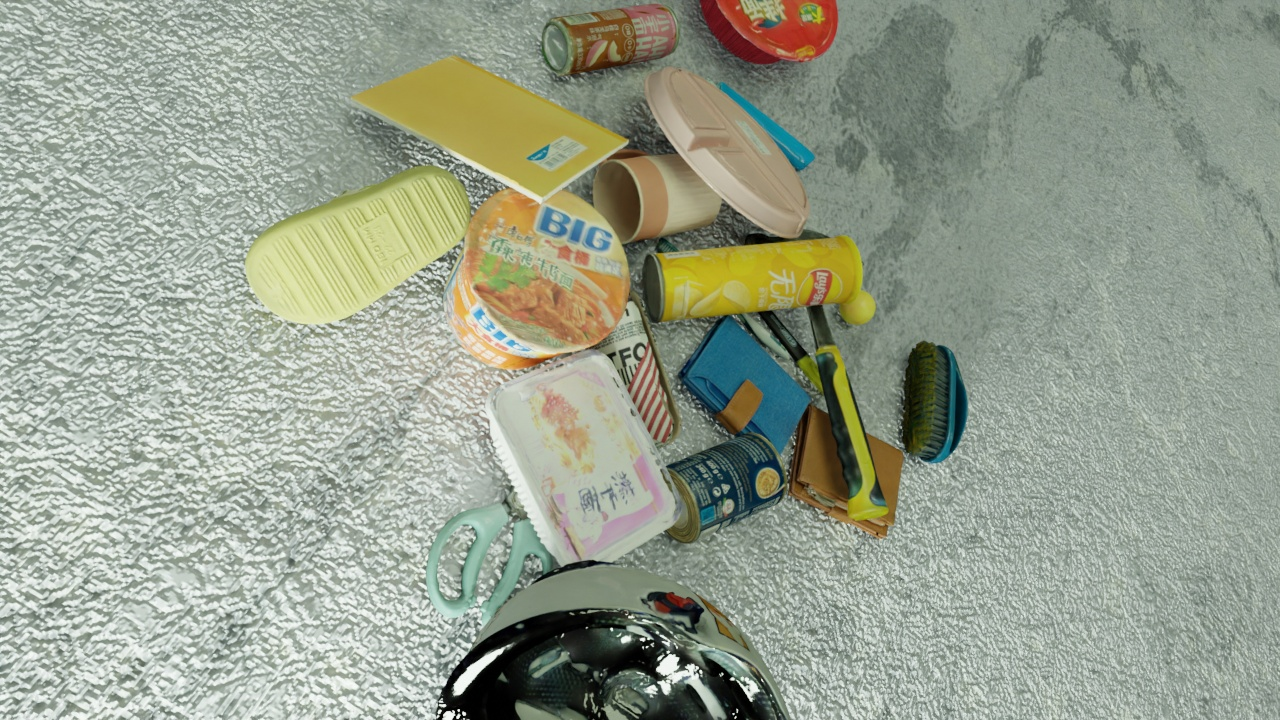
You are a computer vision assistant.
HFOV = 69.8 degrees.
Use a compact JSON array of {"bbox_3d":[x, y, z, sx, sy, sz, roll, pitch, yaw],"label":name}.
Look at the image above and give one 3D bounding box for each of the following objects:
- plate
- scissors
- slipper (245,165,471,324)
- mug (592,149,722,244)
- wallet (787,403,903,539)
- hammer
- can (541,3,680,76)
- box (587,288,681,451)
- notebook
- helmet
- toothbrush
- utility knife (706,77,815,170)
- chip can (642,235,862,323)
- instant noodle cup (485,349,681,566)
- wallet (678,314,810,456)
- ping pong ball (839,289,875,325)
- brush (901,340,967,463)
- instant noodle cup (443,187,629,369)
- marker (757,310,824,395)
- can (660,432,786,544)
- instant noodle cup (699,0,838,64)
[{"bbox_3d":[0.097,-0.222,0.956,0.229,0.028,0.229,34,31,-24],"label":"plate"},{"bbox_3d":[-0.132,0.139,0.781,0.129,0.019,0.185,11,67,-26],"label":"scissors"},{"bbox_3d":[-0.234,-0.100,0.770,0.190,0.082,0.092,-31,115,-19],"label":"slipper"},{"bbox_3d":[0.010,-0.176,0.933,0.105,0.082,0.114,-15,52,-34],"label":"mug"},{"bbox_3d":[0.219,0.118,0.974,0.131,0.031,0.107,26,60,-19],"label":"wallet"},{"bbox_3d":[0.204,0.006,0.965,0.126,0.032,0.323,-5,69,-16],"label":"hammer"},{"bbox_3d":[-0.031,-0.340,0.970,0.147,0.058,0.058,-22,85,-33],"label":"can"},{"bbox_3d":[-0.005,0.006,0.873,0.087,0.076,0.163,-13,81,-61],"label":"box"},{"bbox_3d":[-0.132,-0.215,0.825,0.206,0.010,0.145,29,43,15],"label":"notebook"},{"bbox_3d":[-0.013,0.255,0.713,0.274,0.230,0.156,35,18,-13],"label":"helmet"},{"bbox_3d":[0.088,-0.061,0.970,0.191,0.016,0.018,42,69,-11],"label":"toothbrush"},{"bbox_3d":[0.138,-0.276,1.066,0.159,0.018,0.034,36,48,-13],"label":"utility knife"},{"bbox_3d":[0.112,-0.082,0.923,0.213,0.072,0.072,-6,77,-14],"label":"chip can"},{"bbox_3d":[-0.057,0.090,0.798,0.137,0.061,0.173,-23,86,-39],"label":"instant noodle cup"},{"bbox_3d":[0.109,0.029,0.939,0.133,0.040,0.106,44,54,-10],"label":"wallet"},{"bbox_3d":[0.246,-0.060,1.042,0.040,0.040,0.040,9,69,-26],"label":"ping pong ball"},{"bbox_3d":[0.340,0.050,1.049,0.073,0.055,0.143,19,65,-22],"label":"brush"},{"bbox_3d":[-0.100,-0.063,0.808,0.151,0.112,0.151,9,70,-26],"label":"instant noodle cup"},{"bbox_3d":[0.169,-0.013,0.998,0.124,0.015,0.018,51,54,-4],"label":"marker"},{"bbox_3d":[0.072,0.120,0.865,0.111,0.075,0.075,-17,83,-32],"label":"can"},{"bbox_3d":[0.141,-0.427,1.090,0.193,0.066,0.193,9,71,-27],"label":"instant noodle cup"}]
